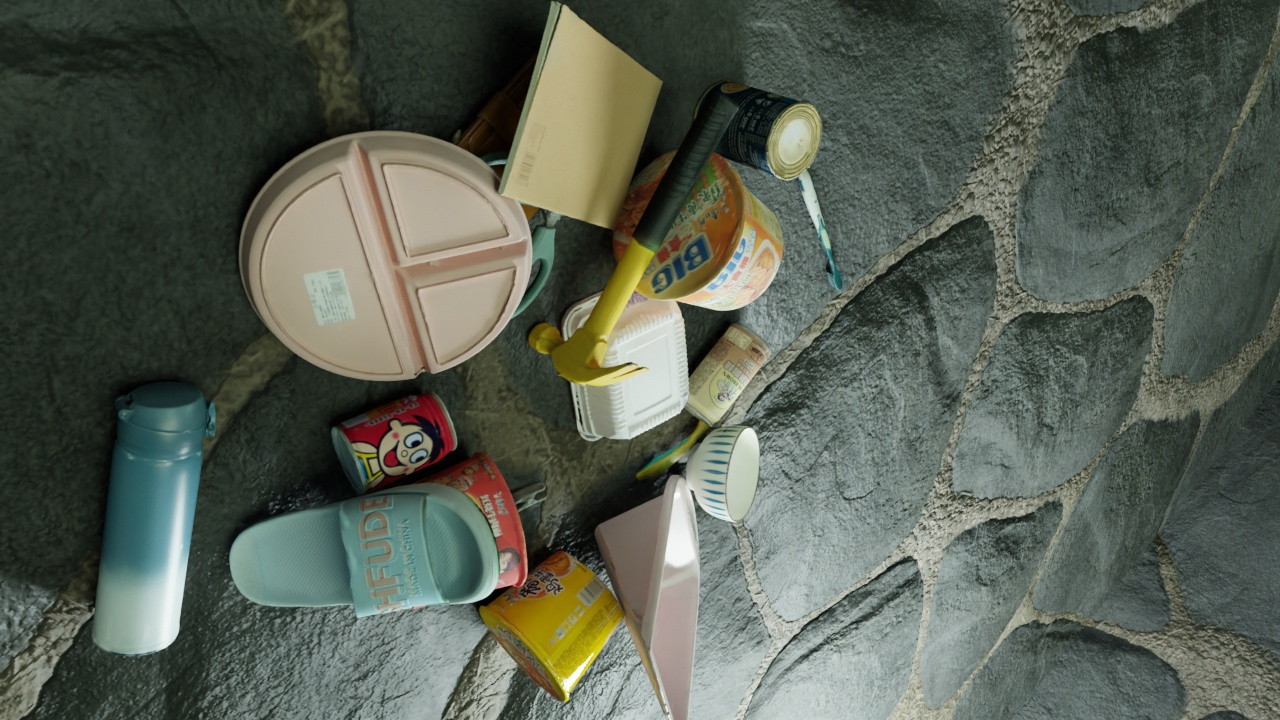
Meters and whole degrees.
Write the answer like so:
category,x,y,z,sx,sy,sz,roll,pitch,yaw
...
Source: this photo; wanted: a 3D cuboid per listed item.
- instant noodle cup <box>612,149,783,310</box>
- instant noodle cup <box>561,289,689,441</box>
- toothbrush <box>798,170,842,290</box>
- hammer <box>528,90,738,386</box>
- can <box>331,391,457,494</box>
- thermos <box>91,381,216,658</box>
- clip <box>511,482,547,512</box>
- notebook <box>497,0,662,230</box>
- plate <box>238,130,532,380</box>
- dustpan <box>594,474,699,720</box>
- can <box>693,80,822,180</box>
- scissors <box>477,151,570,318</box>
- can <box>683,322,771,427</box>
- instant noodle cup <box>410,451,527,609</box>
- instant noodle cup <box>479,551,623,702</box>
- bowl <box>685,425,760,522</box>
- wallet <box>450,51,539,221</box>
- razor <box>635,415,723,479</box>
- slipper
category,x,y,z,sx,sy,sz,roll,pitch,yaw
instant noodle cup,0.064,-0.120,0.910,0.111,0.151,0.151,18,101,-53
instant noodle cup,-0.006,0.006,0.978,0.137,0.060,0.174,-26,127,-27
toothbrush,0.215,-0.156,1.105,0.016,0.018,0.192,-41,132,-14
hammer,0.005,-0.109,0.858,0.032,0.129,0.301,17,105,-54
can,-0.221,0.072,0.827,0.093,0.066,0.067,-24,127,-29
thermos,-0.383,0.124,0.720,0.070,0.070,0.221,2,113,-41
clip,-0.126,0.148,0.984,0.058,0.026,0.041,-24,120,-33
notebook,-0.044,-0.197,0.788,0.211,0.012,0.149,-1,111,-67
plate,-0.198,-0.072,0.734,0.229,0.028,0.230,-10,131,-12
dustpan,0.046,0.267,1.051,0.138,0.273,0.223,-20,131,-9
can,0.116,-0.228,0.907,0.075,0.111,0.075,-20,125,-31
scissors,-0.107,-0.105,0.805,0.169,0.019,0.181,-11,120,-48
can,0.097,0.016,1.070,0.116,0.058,0.058,-51,136,-4
instant noodle cup,-0.183,0.168,0.874,0.108,0.138,0.138,-16,123,-26
instant noodle cup,-0.094,0.288,1.020,0.109,0.138,0.138,-42,135,-27
bowl,0.097,0.134,1.120,0.116,0.066,0.116,-22,115,-61
wallet,-0.107,-0.188,0.795,0.130,0.035,0.119,-52,141,-12
razor,0.047,0.099,1.101,0.132,0.028,0.043,-41,137,-12
slipper,-0.239,0.164,0.771,0.074,0.246,0.104,-8,91,-80
